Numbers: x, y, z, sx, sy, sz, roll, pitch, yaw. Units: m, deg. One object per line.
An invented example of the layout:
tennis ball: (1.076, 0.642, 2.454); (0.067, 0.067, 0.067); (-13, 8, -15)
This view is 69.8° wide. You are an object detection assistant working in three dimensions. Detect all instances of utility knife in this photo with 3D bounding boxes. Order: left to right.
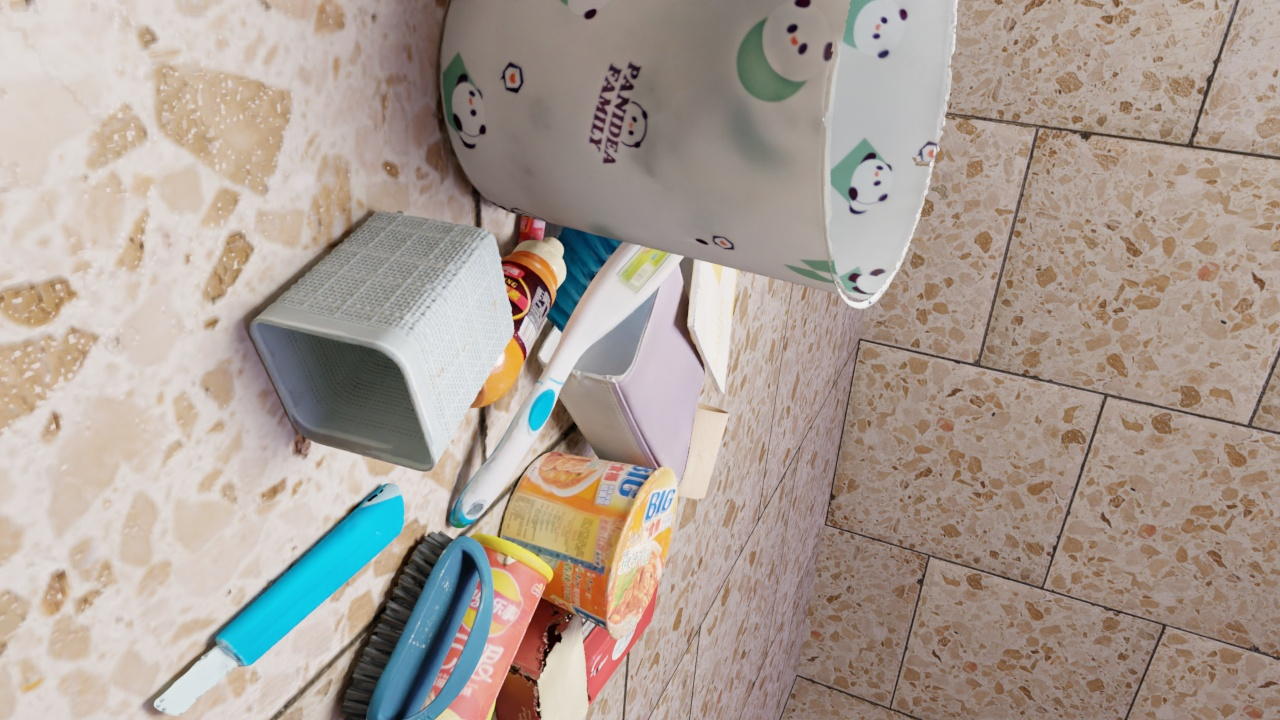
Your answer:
utility knife: (-0.195, 0.132, 0.518); (0.185, 0.018, 0.034); (-46, 133, -53)

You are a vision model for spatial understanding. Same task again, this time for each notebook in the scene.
notebook: (0.071, -0.064, 0.878); (0.206, 0.010, 0.145); (57, 39, -68)

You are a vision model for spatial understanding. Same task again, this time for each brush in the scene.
brush: (-0.141, 0.188, 0.621); (0.143, 0.074, 0.055); (-66, 153, -24)
brush: (-0.057, -0.019, 0.691); (0.315, 0.109, 0.060); (-48, 136, 8)

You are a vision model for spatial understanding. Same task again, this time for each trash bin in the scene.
trash bin: (0.035, -0.165, 0.555); (0.228, 0.252, 0.230); (-32, 128, -52)

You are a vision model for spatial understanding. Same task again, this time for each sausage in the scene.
sausage: (-0.077, -0.109, 0.670); (0.020, 0.020, 0.156); (-21, 122, -66)

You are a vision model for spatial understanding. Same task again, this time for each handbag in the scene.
handbag: (-0.005, 0.005, 0.820); (0.144, 0.098, 0.197); (-63, 153, -26)

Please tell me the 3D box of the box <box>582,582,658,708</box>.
box: (-0.039, 0.317, 1.052); (0.200, 0.047, 0.087); (-37, 138, -61)

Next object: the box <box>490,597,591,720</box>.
box: (-0.086, 0.298, 0.842); (0.091, 0.077, 0.169); (-54, 151, -45)

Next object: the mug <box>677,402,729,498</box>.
mug: (0.047, 0.098, 1.085); (0.124, 0.084, 0.103); (-141, -115, -83)

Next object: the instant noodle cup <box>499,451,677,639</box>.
instant noodle cup: (-0.046, 0.151, 0.798); (0.151, 0.111, 0.151); (15, 89, -70)

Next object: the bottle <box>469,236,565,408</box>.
bottle: (-0.090, -0.035, 0.618); (0.067, 0.067, 0.149); (85, 26, -43)

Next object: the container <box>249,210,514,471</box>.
container: (-0.129, -0.016, 0.496); (0.090, 0.090, 0.111); (85, 24, -43)

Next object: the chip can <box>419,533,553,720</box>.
chip can: (-0.138, 0.239, 0.668); (0.073, 0.073, 0.216); (68, 40, -58)

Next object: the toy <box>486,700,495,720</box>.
toy: (-0.141, 0.275, 0.745); (0.100, 0.031, 0.096); (57, 48, -63)

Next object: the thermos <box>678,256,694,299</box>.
thermos: (0.047, -0.165, 0.904); (0.225, 0.073, 0.073); (85, 27, -42)
